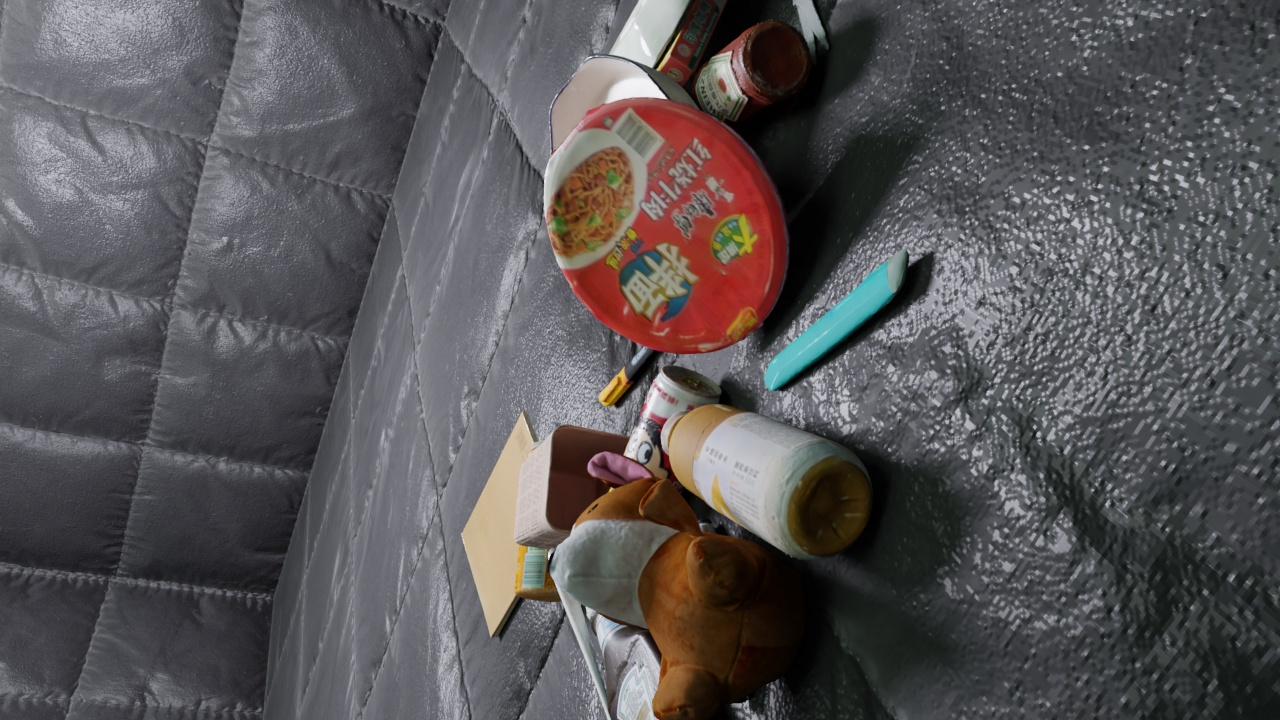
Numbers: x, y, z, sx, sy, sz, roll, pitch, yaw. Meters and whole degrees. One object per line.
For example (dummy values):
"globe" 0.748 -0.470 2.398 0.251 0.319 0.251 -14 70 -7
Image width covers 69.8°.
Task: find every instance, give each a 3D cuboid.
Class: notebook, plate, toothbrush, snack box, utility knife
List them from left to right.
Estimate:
"notebook" -0.146 0.181 1.014 0.212 0.012 0.149 -61 40 31
"toothbrush" -0.045 0.234 0.746 0.180 0.016 0.016 66 146 31
"plate" -0.004 -0.151 0.774 0.205 0.045 0.205 31 132 41
"plate" 0.011 -0.320 0.859 0.162 0.034 0.266 -63 12 -7
"snack box" 0.046 -0.290 0.803 0.077 0.027 0.155 -38 26 61
"utility knife" 0.121 -0.021 0.576 0.152 0.012 0.029 134 145 -52

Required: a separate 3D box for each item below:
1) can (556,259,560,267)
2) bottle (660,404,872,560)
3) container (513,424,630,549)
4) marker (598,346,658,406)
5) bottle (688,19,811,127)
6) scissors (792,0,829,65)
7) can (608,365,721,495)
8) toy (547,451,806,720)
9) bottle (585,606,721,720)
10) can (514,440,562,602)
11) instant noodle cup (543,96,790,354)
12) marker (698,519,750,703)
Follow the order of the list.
"can" -0.031 -0.135 0.909 0.147 0.058 0.058 -41 42 53
"bottle" 0.067 0.067 0.577 0.190 0.068 0.068 20 95 66
"container" -0.055 0.118 0.796 0.111 0.089 0.090 140 137 -59
"marker" -0.005 0.005 0.832 0.124 0.015 0.018 -49 40 43
"bottle" 0.066 -0.214 0.741 0.206 0.059 0.059 -178 100 -72
"scissors" 0.118 -0.286 0.723 0.125 0.012 0.173 -12 68 62
"can" 0.015 0.073 0.704 0.133 0.053 0.053 -68 25 17
"toy" 0.007 0.139 0.582 0.200 0.130 0.140 32 110 61
"bottle" 0.002 0.230 0.665 0.080 0.044 0.195 -70 24 13
"can" -0.084 0.153 0.874 0.058 0.058 0.145 -34 48 57
"instant noodle cup" 0.026 -0.103 0.668 0.065 0.194 0.194 -45 -6 -48
"marker" 0.054 0.164 0.617 0.023 0.018 0.130 -36 43 26
